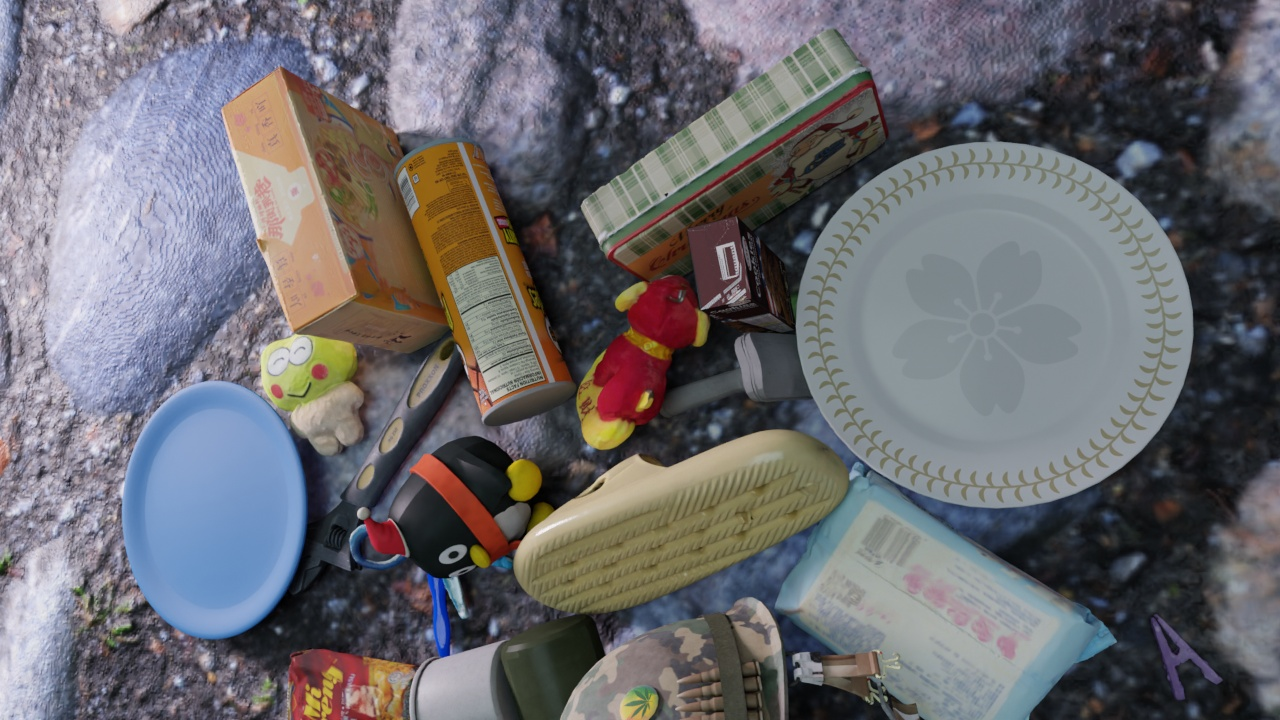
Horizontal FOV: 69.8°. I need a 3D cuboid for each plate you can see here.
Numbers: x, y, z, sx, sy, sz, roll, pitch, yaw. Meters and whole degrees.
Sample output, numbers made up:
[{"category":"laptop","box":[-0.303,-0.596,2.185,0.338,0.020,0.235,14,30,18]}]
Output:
[{"category":"plate","box":[0.225,-0.026,0.602,0.243,0.016,0.242,-2,80,13]},{"category":"plate","box":[-0.374,0.130,0.814,0.225,0.024,0.224,-2,85,24]}]

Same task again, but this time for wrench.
[{"category":"wrench","box":[-0.217,0.087,0.766,0.073,0.022,0.273,37,99,26]}]

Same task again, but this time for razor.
[{"category":"razor","box":[0.060,0.017,0.650,0.116,0.088,0.047,-21,77,37]}]

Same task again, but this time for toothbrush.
[{"category":"toothbrush","box":[-0.160,0.207,0.734,0.016,0.018,0.182,-8,82,5]}]

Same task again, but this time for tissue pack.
[{"category":"tissue pack","box":[0.185,0.161,0.583,0.182,0.070,0.112,34,97,18]}]

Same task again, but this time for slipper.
[{"category":"slipper","box":[0.018,0.097,0.630,0.262,0.111,0.079,-29,42,30]}]

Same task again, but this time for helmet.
[{"category":"helmet","box":[0.069,0.251,0.541,0.236,0.224,0.193,-15,123,-10]}]

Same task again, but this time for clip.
[{"category":"clip","box":[0.325,0.184,0.558,0.050,0.014,0.046,33,99,17]}]

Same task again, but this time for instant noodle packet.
[{"category":"instant noodle packet","box":[-0.227,0.288,0.741,0.136,0.039,0.098,3,92,20]}]

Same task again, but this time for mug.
[{"category":"mug","box":[-0.115,0.269,0.678,0.071,0.084,0.113,-20,85,15]}]

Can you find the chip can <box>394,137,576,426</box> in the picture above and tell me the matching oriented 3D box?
[{"category":"chip can","box":[-0.123,-0.062,0.716,0.075,0.075,0.215,-26,76,16]}]

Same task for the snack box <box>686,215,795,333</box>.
[{"category":"snack box","box":[0.070,-0.051,0.607,0.032,0.140,0.051,-12,80,19]}]

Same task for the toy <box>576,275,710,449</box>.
[{"category":"toy","box":[-0.004,0.004,0.654,0.137,0.067,0.105,-58,26,16]}]

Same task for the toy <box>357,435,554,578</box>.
[{"category":"toy","box":[-0.137,0.114,0.683,0.119,0.098,0.100,-40,56,-22]}]

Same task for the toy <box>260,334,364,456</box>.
[{"category":"toy","box":[-0.274,0.024,0.782,0.092,0.046,0.115,-27,84,15]}]

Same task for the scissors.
[{"category":"scissors","box":[-0.172,0.146,0.734,0.134,0.012,0.134,-21,78,-2]}]

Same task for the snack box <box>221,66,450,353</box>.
[{"category":"snack box","box":[-0.238,-0.107,0.726,0.081,0.145,0.195,-26,76,16]}]

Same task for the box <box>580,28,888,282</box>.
[{"category":"box","box":[0.069,-0.129,0.632,0.206,0.117,0.050,-31,70,13]}]

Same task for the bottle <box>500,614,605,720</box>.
[{"category":"bottle","box":[-0.036,0.289,0.648,0.071,0.071,0.206,-20,84,17]}]
